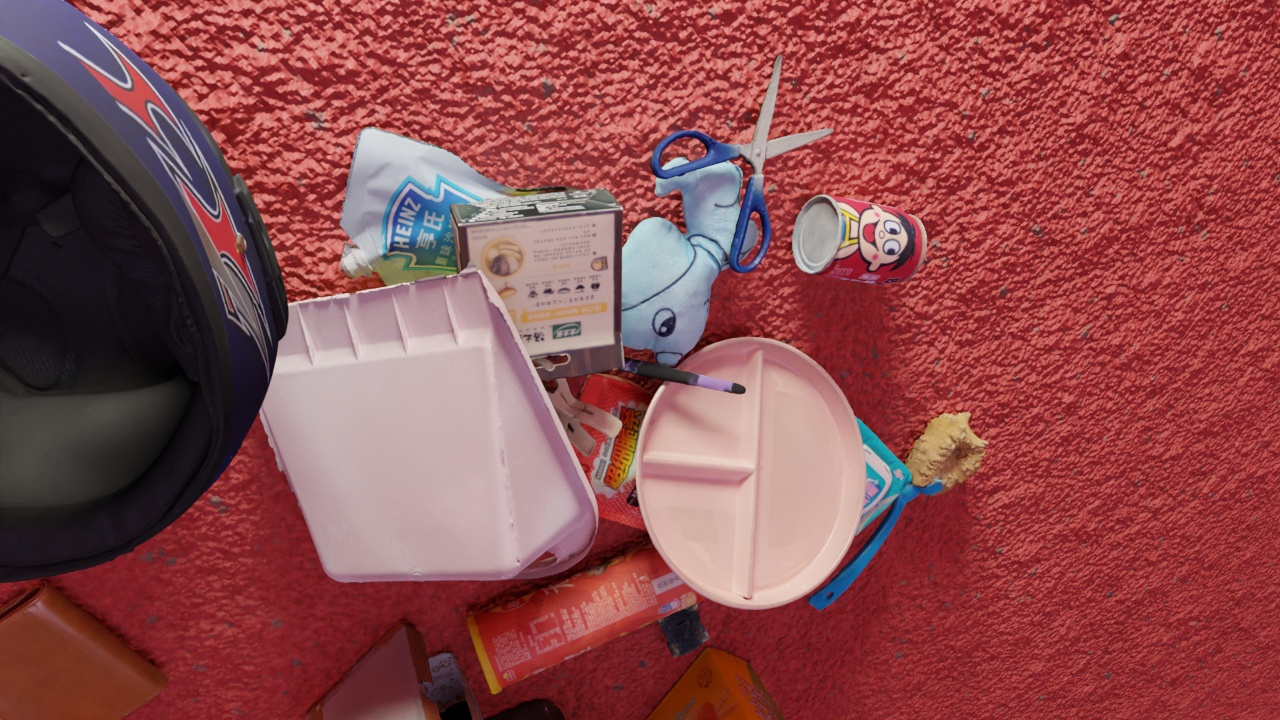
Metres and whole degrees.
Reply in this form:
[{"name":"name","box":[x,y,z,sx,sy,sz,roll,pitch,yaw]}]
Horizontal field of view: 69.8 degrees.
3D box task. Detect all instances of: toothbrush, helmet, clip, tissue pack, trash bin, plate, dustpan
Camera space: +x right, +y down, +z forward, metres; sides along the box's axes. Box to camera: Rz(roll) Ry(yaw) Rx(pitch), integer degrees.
[{"name":"toothbrush","box":[-0.004,0.004,0.740,0.189,0.017,0.014,12,74,-7]},{"name":"helmet","box":[-0.319,-0.060,0.467,0.247,0.240,0.316,-10,131,-18]},{"name":"clip","box":[-0.065,0.035,0.730,0.100,0.034,0.071,41,140,-9]},{"name":"tissue pack","box":[0.194,0.105,0.889,0.093,0.050,0.133,-47,123,5]},{"name":"trash bin","box":[-0.107,0.464,0.849,0.198,0.219,0.199,-19,122,-14]},{"name":"plate","box":[0.095,0.095,0.787,0.229,0.028,0.229,4,81,-25]},{"name":"dustpan","box":[-0.150,0.062,0.679,0.223,0.138,0.273,-4,102,24]}]

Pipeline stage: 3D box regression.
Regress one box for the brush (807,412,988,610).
[{"name":"brush","box":[0.262,0.158,0.943,0.254,0.046,0.083,-50,127,0]}]

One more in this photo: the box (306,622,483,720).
[{"name":"box","box":[-0.205,0.329,0.763,0.146,0.181,0.148,-21,125,-13]}]

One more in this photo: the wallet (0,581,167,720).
[{"name":"wallet","box":[-0.451,0.240,0.700,0.107,0.031,0.132,-34,123,-7]}]

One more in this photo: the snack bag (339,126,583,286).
[{"name":"snack bag","box":[-0.119,-0.092,0.665,0.190,0.038,0.110,10,123,-26]}]

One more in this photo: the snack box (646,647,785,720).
[{"name":"snack box","box":[0.059,0.427,0.935,0.070,0.157,0.210,32,101,-31]}]

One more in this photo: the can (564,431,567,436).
[{"name":"can","box":[-0.122,0.054,0.706,0.102,0.057,0.083,-15,127,30]}]

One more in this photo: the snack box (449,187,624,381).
[{"name":"snack box","box":[-0.071,-0.051,0.651,0.113,0.053,0.126,-8,124,-15]}]

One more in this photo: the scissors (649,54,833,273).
[{"name":"scissors","box":[0.083,-0.149,0.706,0.175,0.012,0.162,-12,104,-27]}]

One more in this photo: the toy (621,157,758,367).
[{"name":"toy","box":[0.027,-0.074,0.727,0.156,0.050,0.161,-25,118,-12]}]

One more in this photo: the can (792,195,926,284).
[{"name":"can","box":[0.184,-0.099,0.769,0.093,0.066,0.067,5,113,-25]}]

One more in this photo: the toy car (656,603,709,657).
[{"name":"toy car","box":[0.038,0.258,0.913,0.043,0.034,0.091,-28,125,-11]}]

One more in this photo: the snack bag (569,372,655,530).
[{"name":"snack bag","box":[0.025,0.096,0.810,0.207,0.073,0.129,21,99,-22]}]

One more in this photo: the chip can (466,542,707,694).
[{"name":"chip can","box":[-0.047,0.226,0.839,0.216,0.073,0.073,-21,122,-12]}]
